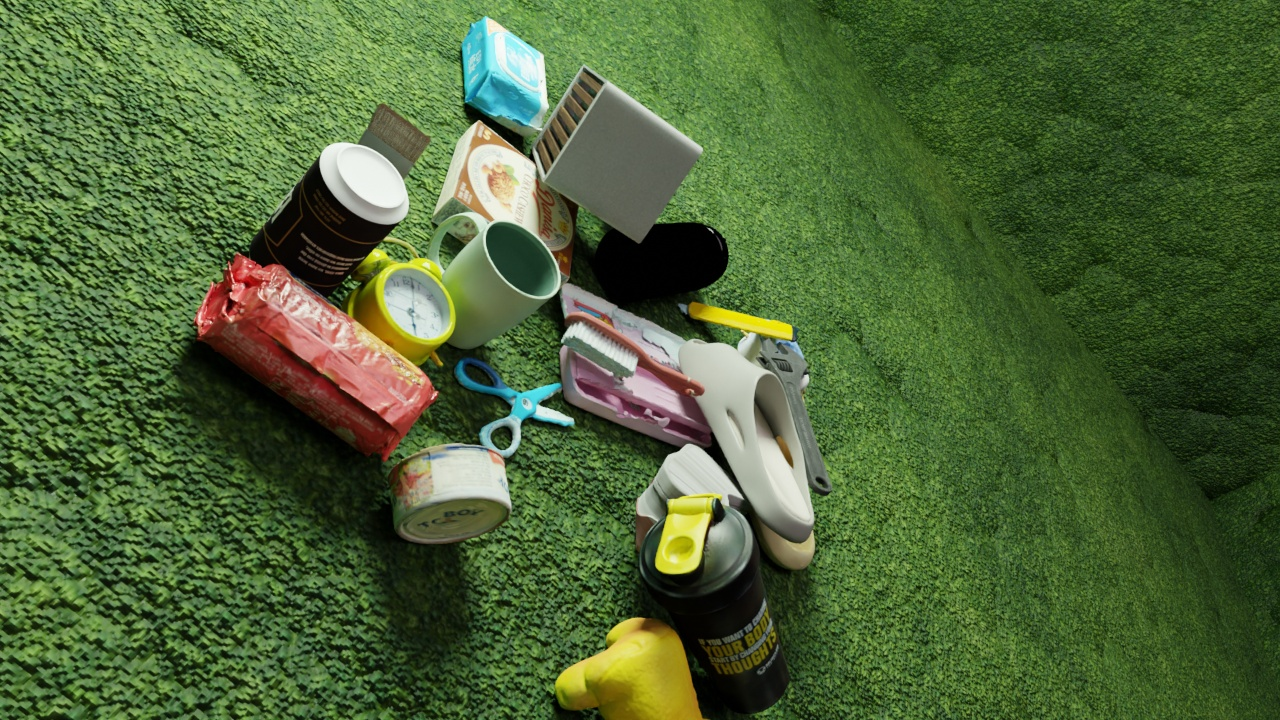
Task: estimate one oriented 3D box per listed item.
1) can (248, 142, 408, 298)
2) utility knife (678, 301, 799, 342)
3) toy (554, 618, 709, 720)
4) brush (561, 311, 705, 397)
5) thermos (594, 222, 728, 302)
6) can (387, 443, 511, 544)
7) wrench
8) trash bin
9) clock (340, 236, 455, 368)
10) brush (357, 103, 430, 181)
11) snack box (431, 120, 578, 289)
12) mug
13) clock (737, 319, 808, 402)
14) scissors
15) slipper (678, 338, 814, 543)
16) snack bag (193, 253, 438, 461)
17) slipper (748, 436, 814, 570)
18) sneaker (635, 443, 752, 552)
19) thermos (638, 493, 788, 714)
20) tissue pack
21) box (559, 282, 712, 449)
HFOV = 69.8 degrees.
[{"bbox_3d":[-0.236,-0.100,0.692,0.072,0.129,0.071,32,38,-30],"label":"can"},{"bbox_3d":[0.124,-0.050,1.154,0.159,0.017,0.030,15,41,-9],"label":"utility knife"},{"bbox_3d":[0.028,0.294,0.710,0.134,0.088,0.193,-9,67,-59],"label":"toy"},{"bbox_3d":[-0.005,0.005,0.912,0.172,0.041,0.030,30,60,-27],"label":"brush"},{"bbox_3d":[0.037,-0.122,1.103,0.198,0.086,0.086,-16,73,-56],"label":"thermos"},{"bbox_3d":[-0.139,0.099,0.672,0.086,0.086,0.043,17,47,-44],"label":"can"},{"bbox_3d":[0.179,0.057,1.047,0.073,0.018,0.272,21,31,-18],"label":"wrench"},{"bbox_3d":[-0.034,-0.231,0.997,0.114,0.115,0.228,31,14,-20],"label":"trash bin"},{"bbox_3d":[-0.200,-0.047,0.755,0.083,0.057,0.119,9,60,-46],"label":"clock"},{"bbox_3d":[-0.219,-0.138,0.735,0.045,0.143,0.008,35,35,-13],"label":"brush"},{"bbox_3d":[-0.134,-0.158,0.957,0.147,0.041,0.142,35,36,-27],"label":"snack box"},{"bbox_3d":[-0.143,-0.074,0.810,0.111,0.104,0.084,56,33,2],"label":"mug"},{"bbox_3d":[0.178,0.008,1.196,0.088,0.052,0.125,-13,71,-56],"label":"clock"},{"bbox_3d":[-0.115,0.031,0.837,0.117,0.013,0.139,55,35,4],"label":"scissors"},{"bbox_3d":[0.127,0.063,0.958,0.112,0.081,0.265,25,31,-39],"label":"slipper"},{"bbox_3d":[-0.231,0.000,0.657,0.176,0.083,0.082,40,35,-20],"label":"snack bag"},{"bbox_3d":[0.165,0.113,1.061,0.111,0.079,0.261,29,41,-40],"label":"slipper"},{"bbox_3d":[0.044,0.146,0.884,0.099,0.089,0.236,43,8,16],"label":"sneaker"},{"bbox_3d":[0.067,0.205,0.764,0.098,0.098,0.221,-80,154,-48],"label":"thermos"},{"bbox_3d":[-0.156,-0.329,1.069,0.092,0.062,0.144,25,43,-39],"label":"tissue pack"},{"bbox_3d":[-0.005,0.008,0.978,0.201,0.037,0.152,25,40,-38],"label":"box"}]
